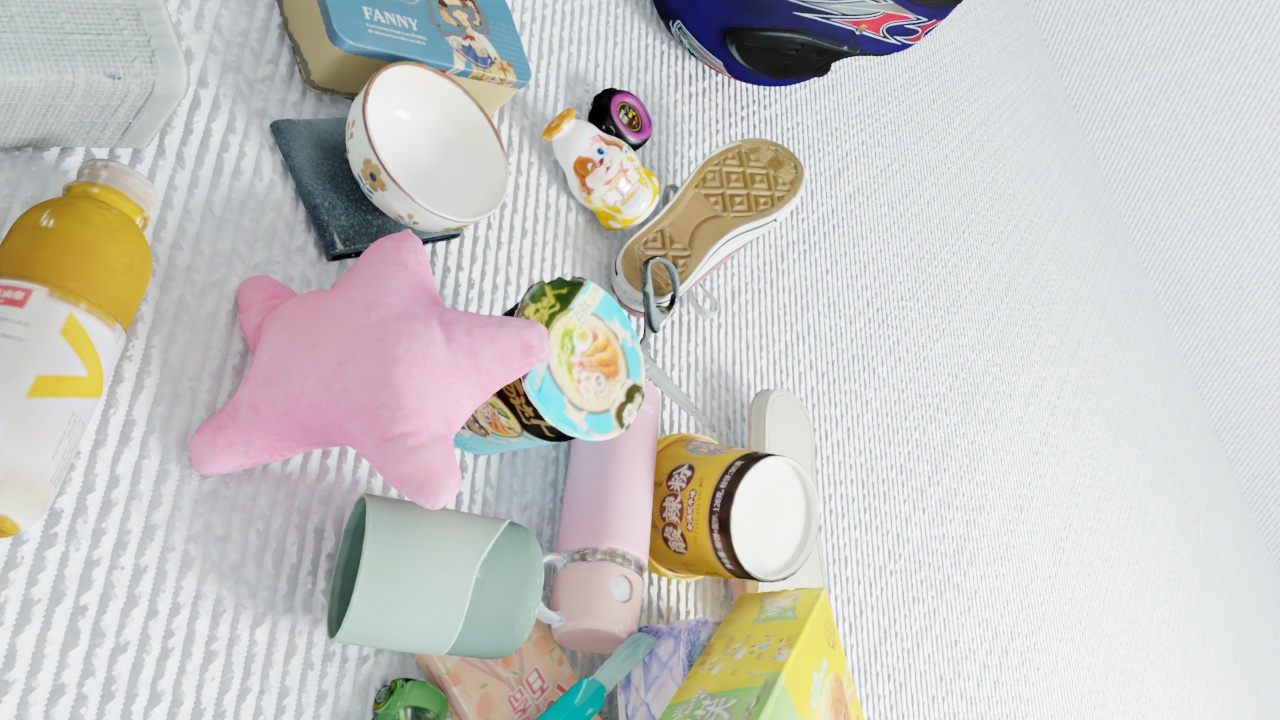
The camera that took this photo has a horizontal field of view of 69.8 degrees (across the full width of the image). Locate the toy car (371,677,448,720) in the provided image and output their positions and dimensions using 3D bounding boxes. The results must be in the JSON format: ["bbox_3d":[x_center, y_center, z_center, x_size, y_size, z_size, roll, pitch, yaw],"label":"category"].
[{"bbox_3d":[-0.136,0.228,0.524,0.043,0.036,0.091,35,47,-32],"label":"toy car"}]

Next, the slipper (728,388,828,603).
[{"bbox_3d":[0.117,0.157,0.816,0.114,0.055,0.274,20,63,-42],"label":"slipper"}]

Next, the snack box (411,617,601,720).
[{"bbox_3d":[-0.076,0.226,0.596,0.084,0.026,0.157,-37,102,-48],"label":"snack box"}]

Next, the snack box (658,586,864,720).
[{"bbox_3d":[0.085,0.265,0.591,0.209,0.070,0.158,-32,107,-61],"label":"snack box"}]

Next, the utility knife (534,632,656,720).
[{"bbox_3d":[-0.062,0.236,0.561,0.196,0.013,0.029,-39,100,-21],"label":"utility knife"}]

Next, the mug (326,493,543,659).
[{"bbox_3d":[-0.121,0.121,0.541,0.106,0.082,0.111,14,19,-24],"label":"mug"}]

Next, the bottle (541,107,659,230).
[{"bbox_3d":[-0.035,-0.162,0.777,0.108,0.063,0.063,44,46,-26],"label":"bottle"}]

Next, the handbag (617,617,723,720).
[{"bbox_3d":[0.036,0.282,0.651,0.134,0.076,0.193,31,52,-57],"label":"handbag"}]

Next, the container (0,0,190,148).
[{"bbox_3d":[-0.308,-0.158,0.457,0.114,0.090,0.090,-19,88,-46],"label":"container"}]

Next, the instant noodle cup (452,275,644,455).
[{"bbox_3d":[-0.076,0.015,0.612,0.111,0.121,0.111,22,58,-40],"label":"instant noodle cup"}]

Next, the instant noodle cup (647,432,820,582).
[{"bbox_3d":[0.065,0.117,0.708,0.118,0.115,0.118,1,88,-37],"label":"instant noodle cup"}]

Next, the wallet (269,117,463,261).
[{"bbox_3d":[-0.183,-0.123,0.633,0.120,0.019,0.097,-22,90,-51],"label":"wallet"}]

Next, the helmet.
[{"bbox_3d":[0.152,-0.399,0.937,0.315,0.241,0.247,11,67,-34],"label":"helmet"}]

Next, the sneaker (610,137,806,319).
[{"bbox_3d":[0.057,-0.116,0.842,0.118,0.088,0.240,44,63,5],"label":"sneaker"}]

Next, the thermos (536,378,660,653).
[{"bbox_3d":[-0.032,0.101,0.654,0.087,0.067,0.198,26,50,-24],"label":"thermos"}]

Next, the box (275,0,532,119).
[{"bbox_3d":[-0.169,-0.230,0.652,0.183,0.064,0.089,-8,73,-51],"label":"box"}]

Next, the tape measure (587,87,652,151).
[{"bbox_3d":[-0.021,-0.214,0.833,0.057,0.039,0.057,21,60,-36],"label":"tape measure"}]

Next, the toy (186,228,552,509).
[{"bbox_3d":[-0.146,-0.006,0.523,0.075,0.195,0.178,81,15,-61],"label":"toy"}]

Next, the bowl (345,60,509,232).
[{"bbox_3d":[-0.149,-0.133,0.613,0.113,0.062,0.113,25,54,-39],"label":"bowl"}]

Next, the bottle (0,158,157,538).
[{"bbox_3d":[-0.284,-0.013,0.436,0.068,0.068,0.189,32,53,-36],"label":"bottle"}]

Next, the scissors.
[{"bbox_3d":[-0.002,0.000,0.747,0.159,0.014,0.181,10,92,-18],"label":"scissors"}]
